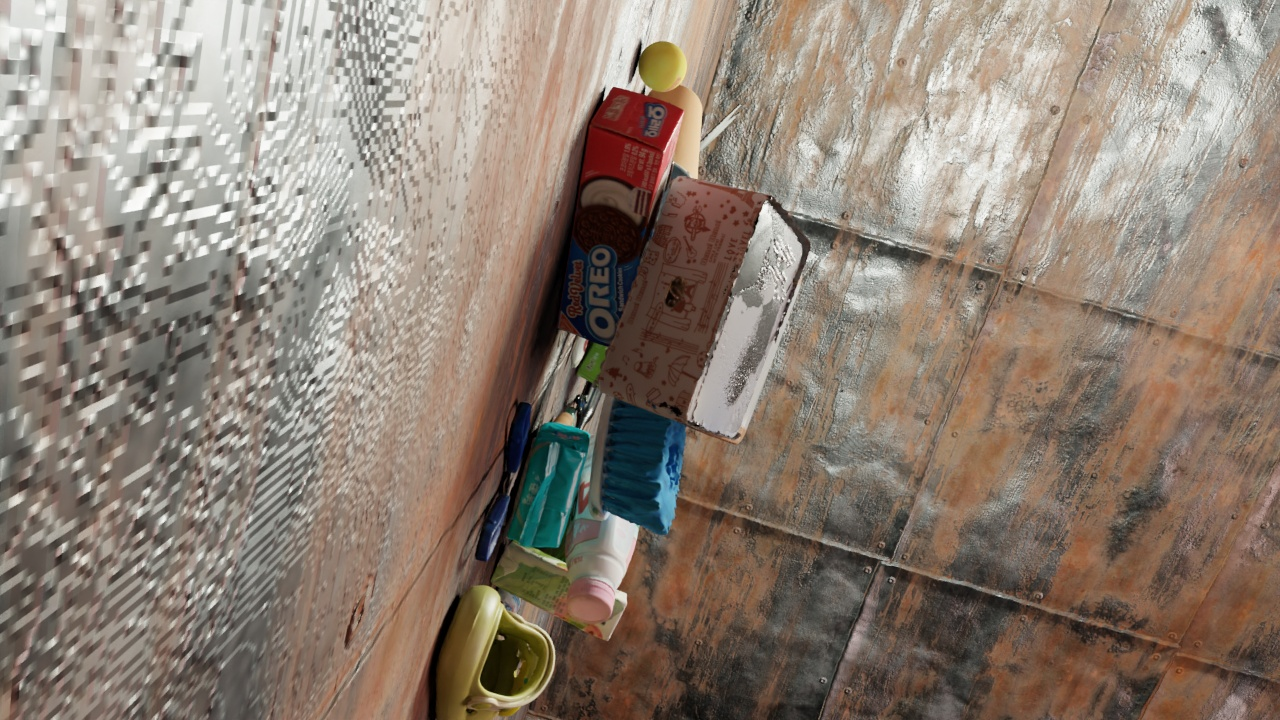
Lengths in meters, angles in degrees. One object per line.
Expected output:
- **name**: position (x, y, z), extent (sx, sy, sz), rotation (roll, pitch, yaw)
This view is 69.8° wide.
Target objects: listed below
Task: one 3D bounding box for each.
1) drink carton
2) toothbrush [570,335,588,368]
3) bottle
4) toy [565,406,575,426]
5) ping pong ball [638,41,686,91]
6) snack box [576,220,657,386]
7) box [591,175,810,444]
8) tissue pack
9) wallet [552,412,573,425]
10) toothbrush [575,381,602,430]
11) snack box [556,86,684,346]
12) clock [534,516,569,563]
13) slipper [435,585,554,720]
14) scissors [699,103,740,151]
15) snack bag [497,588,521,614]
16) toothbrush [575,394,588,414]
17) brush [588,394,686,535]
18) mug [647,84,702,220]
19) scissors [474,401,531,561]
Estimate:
- **drink carton**: position (-0.076, 0.214, 0.854), extent (0.053, 0.122, 0.045), rotation (109, 6, -87)
- **toothbrush**: position (-0.042, -0.069, 0.977), extent (0.016, 0.017, 0.187), rotation (103, 3, -59)
- **bottle**: position (-0.034, 0.150, 0.849), extent (0.196, 0.068, 0.068), rotation (-81, -175, -51)
- **toy**: position (-0.088, 0.098, 1.052), extent (0.092, 0.030, 0.096), rotation (129, -29, -80)
- **ping pong ball**: position (0.018, -0.244, 0.762), extent (0.040, 0.040, 0.040), rotation (26, 81, -89)
- **snack box**: position (0.003, -0.071, 1.122), extent (0.158, 0.070, 0.209), rotation (-59, -175, 28)
- **box**: position (0.076, -0.025, 0.759), extent (0.259, 0.082, 0.177), rotation (27, 84, -65)
- **tissue pack**: position (-0.080, 0.107, 0.805), extent (0.133, 0.050, 0.093), rotation (-131, -122, -86)
- **wallet**: position (-0.100, 0.114, 0.928), extent (0.101, 0.020, 0.115), rotation (-58, 167, -80)
- **toothbrush**: position (-0.075, 0.068, 1.243), extent (0.026, 0.027, 0.212), rotation (-56, -173, 32)
- **snack box**: position (-0.019, -0.099, 0.692), extent (0.208, 0.057, 0.058), rotation (106, 4, -49)
- **clock**: position (-0.067, 0.187, 0.949), extent (0.161, 0.056, 0.116), rotation (-8, -127, 60)
- **slipper**: position (-0.110, 0.238, 0.702), extent (0.191, 0.081, 0.091), rotation (101, 8, -56)
- **scissors**: position (0.045, -0.212, 0.981), extent (0.234, 0.022, 0.148), rotation (-52, 168, -1)
- **snack bag**: position (-0.134, 0.242, 0.891), extent (0.105, 0.026, 0.045), rotation (-19, 129, -86)
- **toothbrush**: position (-0.071, 0.053, 1.116), extent (0.189, 0.016, 0.014), rotation (-158, -105, -86)
- **brush**: position (-0.005, 0.005, 0.857), extent (0.060, 0.110, 0.313), rotation (55, 39, -56)
- **mug**: position (0.023, -0.203, 0.877), extent (0.078, 0.078, 0.122), rotation (105, -2, -54)
- **scissors**: position (-0.100, 0.093, 0.697), extent (0.162, 0.012, 0.175), rotation (-78, -176, -54)
